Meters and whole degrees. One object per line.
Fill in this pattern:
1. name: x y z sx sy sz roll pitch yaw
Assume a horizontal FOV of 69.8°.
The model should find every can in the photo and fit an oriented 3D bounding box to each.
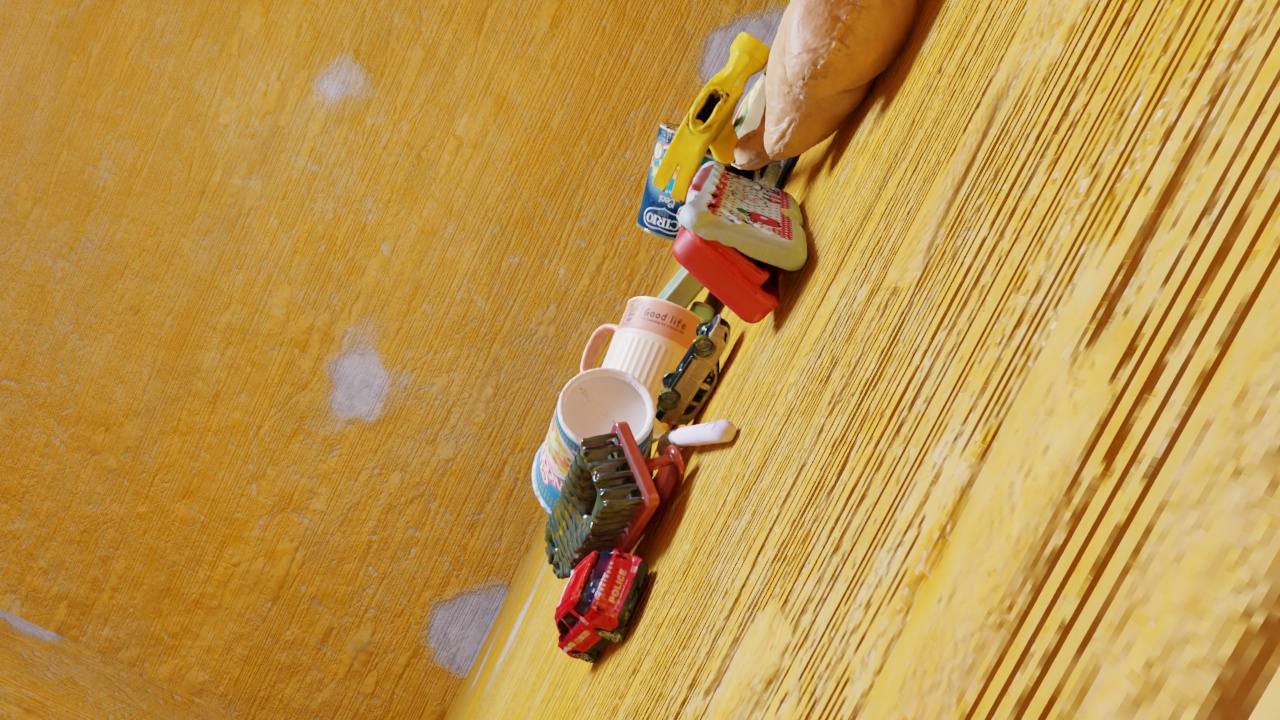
1. can: 0.044 -0.188 0.964 0.075 0.075 0.111 -71 -4 -68

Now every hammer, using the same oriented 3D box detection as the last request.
1. hammer: 0.076 -0.187 0.816 0.129 0.033 0.300 -55 -8 8

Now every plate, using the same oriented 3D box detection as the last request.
1. plate: 0.050 -0.083 0.975 0.230 0.027 0.230 -49 3 3

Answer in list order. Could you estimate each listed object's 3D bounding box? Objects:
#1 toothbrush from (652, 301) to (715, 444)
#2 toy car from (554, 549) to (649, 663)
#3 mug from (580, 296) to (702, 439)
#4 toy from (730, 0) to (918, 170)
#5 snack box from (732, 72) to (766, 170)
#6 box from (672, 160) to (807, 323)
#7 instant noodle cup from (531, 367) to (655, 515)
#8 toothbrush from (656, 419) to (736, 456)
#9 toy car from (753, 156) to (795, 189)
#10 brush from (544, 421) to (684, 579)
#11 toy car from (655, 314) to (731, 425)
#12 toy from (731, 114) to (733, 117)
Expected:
1. toothbrush: 0.019 0.043 0.871 0.027 0.026 0.224 9 67 42
2. toy car: -0.030 0.158 0.596 0.052 0.045 0.121 -64 0 -34
3. mug: -0.005 0.005 0.836 0.081 0.115 0.105 45 -118 -52
4. toy: 0.123 -0.205 0.640 0.143 0.082 0.226 -52 -3 -14
5. snack box: 0.134 -0.260 1.086 0.240 0.063 0.114 -85 21 -81
6. box: 0.069 -0.098 0.621 0.068 0.090 0.201 -46 9 20
7. instant noodle cup: -0.030 0.062 0.691 0.110 0.099 0.099 103 -171 -55
8. toothbrush: 0.035 0.052 0.605 0.029 0.021 0.189 -63 4 -10
9. toy car: 0.127 -0.184 0.873 0.049 0.031 0.106 -68 3 -77
10. brush: -0.019 0.106 0.632 0.063 0.069 0.146 66 149 31
11. toy car: 0.042 0.007 0.688 0.091 0.035 0.042 -61 6 23
12. toy: 0.078 -0.241 1.009 0.096 0.030 0.092 176 115 -81
